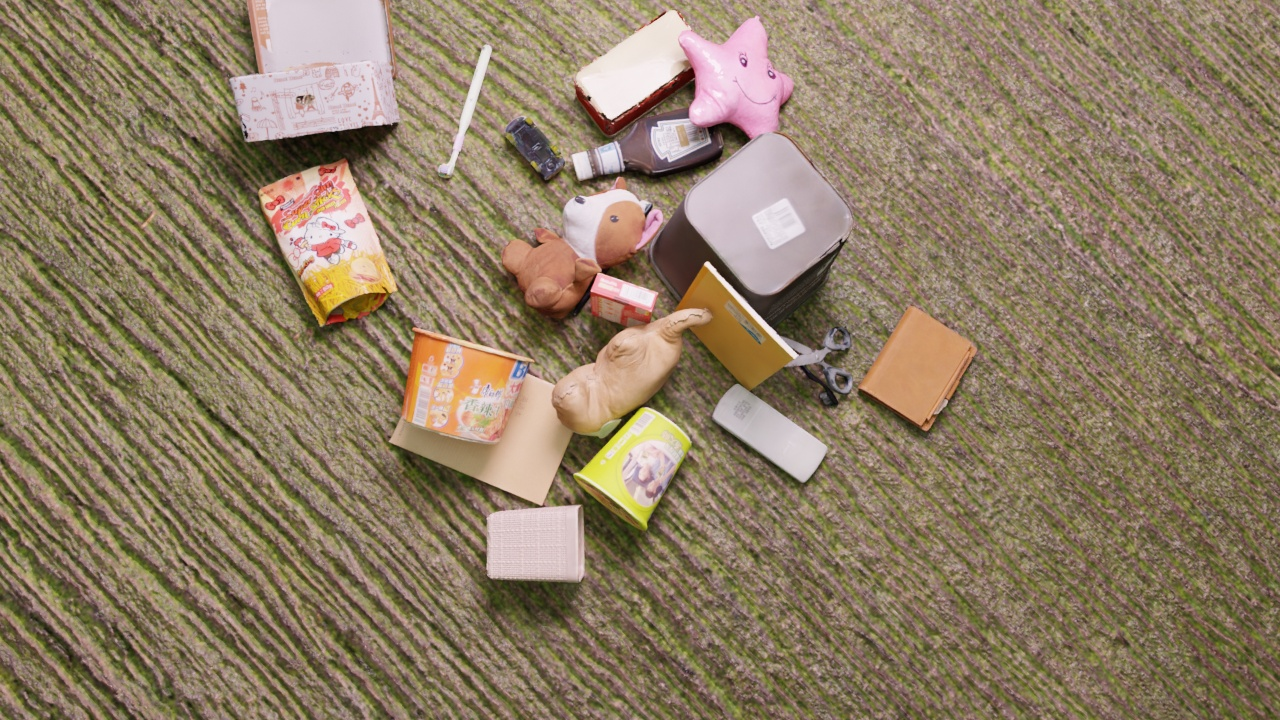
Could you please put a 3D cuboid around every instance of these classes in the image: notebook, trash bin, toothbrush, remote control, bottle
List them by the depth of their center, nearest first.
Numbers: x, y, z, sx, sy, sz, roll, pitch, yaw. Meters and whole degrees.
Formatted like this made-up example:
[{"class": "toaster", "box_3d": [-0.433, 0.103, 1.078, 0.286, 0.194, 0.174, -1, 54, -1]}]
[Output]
[{"class": "notebook", "box_3d": [0.107, -0.034, 1.097, 0.010, 0.206, 0.146, -42, 86, -13]}, {"class": "trash bin", "box_3d": [0.137, -0.146, 1.105, 0.199, 0.220, 0.198, -39, 87, -7]}, {"class": "toothbrush", "box_3d": [0.198, 0.007, 1.136, 0.017, 0.189, 0.014, -29, 41, 22]}, {"class": "notebook", "box_3d": [-0.194, 0.076, 1.175, 0.211, 0.012, 0.149, 23, 82, 1]}, {"class": "remote control", "box_3d": [0.165, 0.093, 1.177, 0.150, 0.021, 0.058, 36, 84, 2]}, {"class": "toothbrush", "box_3d": [-0.039, -0.135, 1.200, 0.018, 0.016, 0.181, 32, 83, 8]}, {"class": "bottle", "box_3d": [0.008, -0.277, 1.203, 0.195, 0.044, 0.080, -15, 81, -2]}, {"class": "toothbrush", "box_3d": [-0.230, -0.332, 1.215, 0.020, 0.029, 0.189, 24, 80, -41]}]

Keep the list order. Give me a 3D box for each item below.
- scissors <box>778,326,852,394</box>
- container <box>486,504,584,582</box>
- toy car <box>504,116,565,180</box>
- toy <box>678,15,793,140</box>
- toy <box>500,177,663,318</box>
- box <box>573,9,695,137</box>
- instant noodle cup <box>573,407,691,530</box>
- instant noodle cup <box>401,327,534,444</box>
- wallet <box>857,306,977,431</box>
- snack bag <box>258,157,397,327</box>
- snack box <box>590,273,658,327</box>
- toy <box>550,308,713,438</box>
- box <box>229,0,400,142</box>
[{"class": "scissors", "box_3d": [0.222, -0.002, 1.138, 0.162, 0.014, 0.165, -53, 125, -39]}, {"class": "container", "box_3d": [-0.127, 0.223, 1.122, 0.111, 0.090, 0.090, -1, 84, 1]}, {"class": "toy car", "box_3d": [-0.140, -0.279, 1.203, 0.042, 0.035, 0.090, -41, 86, -7]}, {"class": "toy", "box_3d": [0.124, -0.364, 1.175, 0.194, 0.075, 0.178, 18, 78, -33]}, {"class": "toy", "box_3d": [-0.074, -0.148, 1.145, 0.199, 0.130, 0.140, -33, 54, -4]}, {"class": "box", "box_3d": [-0.001, -0.379, 1.197, 0.168, 0.077, 0.091, -36, 86, -6]}, {"class": "instant noodle cup", "box_3d": [-0.002, 0.128, 1.131, 0.111, 0.112, 0.123, 38, 75, 3]}, {"class": "instant noodle cup", "box_3d": [-0.215, 0.033, 1.106, 0.151, 0.151, 0.111, 15, 88, 0]}, {"class": "wallet", "box_3d": [0.360, 0.011, 1.187, 0.108, 0.031, 0.131, 32, 85, 5]}, {"class": "snack bag", "box_3d": [-0.399, -0.153, 1.175, 0.128, 0.073, 0.207, -26, 78, -4]}, {"class": "snack box", "box_3d": [-0.022, -0.069, 1.123, 0.075, 0.153, 0.025, 19, 82, 0]}, {"class": "toy", "box_3d": [-0.007, 0.007, 1.119, 0.226, 0.143, 0.082, -39, 74, 6]}, {"class": "box", "box_3d": [-0.405, -0.377, 1.140, 0.181, 0.158, 0.205, -5, 103, -2]}]
